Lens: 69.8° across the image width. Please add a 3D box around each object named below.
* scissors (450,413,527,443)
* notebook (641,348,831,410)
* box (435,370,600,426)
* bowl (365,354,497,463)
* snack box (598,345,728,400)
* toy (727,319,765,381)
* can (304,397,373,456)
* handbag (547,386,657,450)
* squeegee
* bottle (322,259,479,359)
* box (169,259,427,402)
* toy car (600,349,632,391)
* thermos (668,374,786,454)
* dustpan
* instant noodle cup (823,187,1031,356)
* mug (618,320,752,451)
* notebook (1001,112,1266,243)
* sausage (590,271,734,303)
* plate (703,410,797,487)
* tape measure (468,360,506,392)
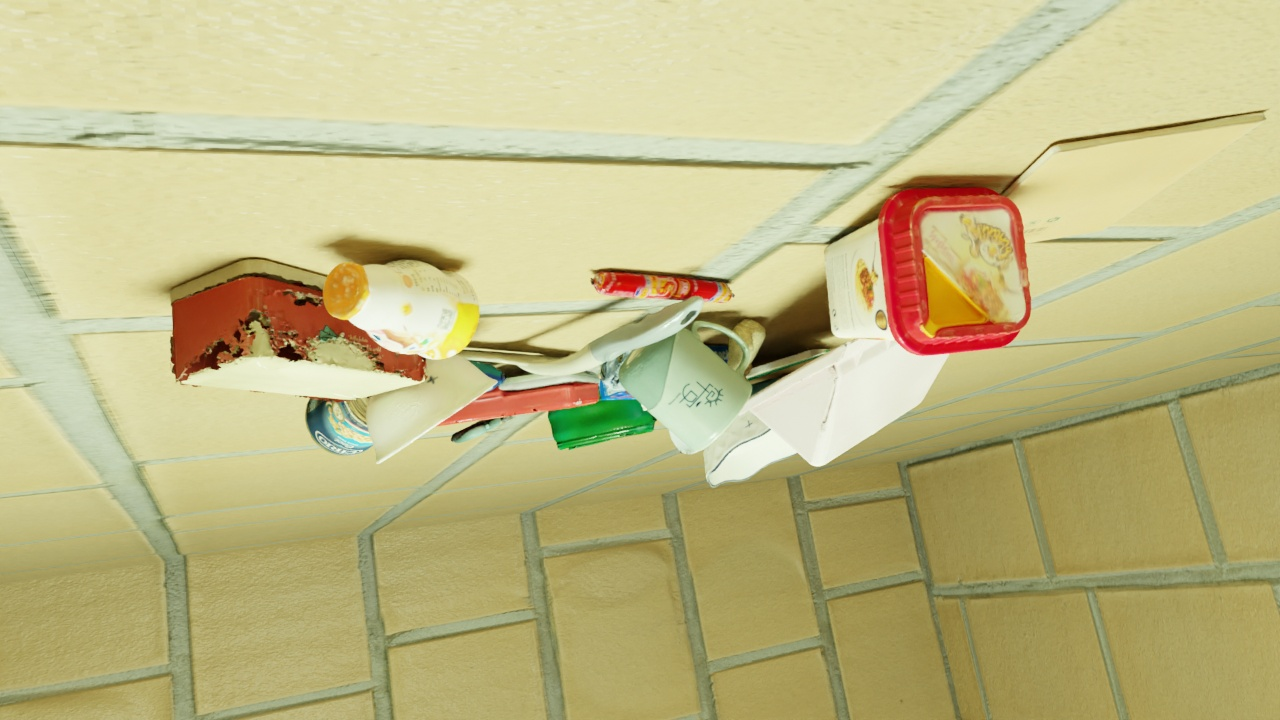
[{"bbox_3d":[-0.171,0.071,1.094,0.177,0.019,0.174,-25,-177,-38],"label":"scissors"},{"bbox_3d":[0.120,0.021,1.110,0.209,0.012,0.150,-19,174,21],"label":"notebook"},{"bbox_3d":[-0.143,0.037,0.980,0.201,0.048,0.087,-10,178,24],"label":"box"},{"bbox_3d":[-0.185,0.026,0.755,0.118,0.065,0.118,-34,-175,3],"label":"bowl"},{"bbox_3d":[0.031,0.016,1.060,0.084,0.026,0.158,0,164,-39],"label":"snack box"},{"bbox_3d":[0.082,0.017,0.961,0.066,0.104,0.158,32,136,0],"label":"toy"},{"bbox_3d":[-0.253,0.040,0.841,0.075,0.075,0.111,0,164,-37],"label":"can"},{"bbox_3d":[-0.049,0.071,1.178,0.131,0.068,0.120,-13,175,9],"label":"handbag"},{"bbox_3d":[-0.042,-0.012,0.803,0.247,0.039,0.246,-13,168,39],"label":"squeegee"},{"bbox_3d":[-0.156,-0.036,0.603,0.063,0.063,0.108,-15,166,24],"label":"bottle"},{"bbox_3d":[-0.229,-0.007,0.640,0.091,0.079,0.168,-15,167,25],"label":"box"},{"bbox_3d":[-0.006,0.006,0.971,0.054,0.036,0.121,-5,164,-18],"label":"toy car"},{"bbox_3d":[0.138,0.066,1.215,0.220,0.070,0.070,-14,173,-36],"label":"thermos"},{"bbox_3d":[0.202,-0.013,0.919,0.222,0.139,0.274,-25,145,-28],"label":"dustpan"},{"bbox_3d":[0.205,-0.061,0.683,0.116,0.116,0.124,-5,178,-21],"label":"instant noodle cup"},{"bbox_3d":[0.049,0.011,0.873,0.111,0.106,0.082,-49,-173,-2],"label":"mug"},{"bbox_3d":[0.338,-0.127,0.702,0.148,0.008,0.208,-9,168,-4],"label":"notebook"},{"bbox_3d":[0.022,-0.059,0.741,0.155,0.020,0.020,0,164,-39],"label":"sausage"},{"bbox_3d":[0.165,0.086,1.135,0.204,0.045,0.205,-25,159,-11],"label":"plate"},{"bbox_3d":[-0.170,0.017,0.915,0.055,0.025,0.058,-13,163,25],"label":"tape measure"}]
